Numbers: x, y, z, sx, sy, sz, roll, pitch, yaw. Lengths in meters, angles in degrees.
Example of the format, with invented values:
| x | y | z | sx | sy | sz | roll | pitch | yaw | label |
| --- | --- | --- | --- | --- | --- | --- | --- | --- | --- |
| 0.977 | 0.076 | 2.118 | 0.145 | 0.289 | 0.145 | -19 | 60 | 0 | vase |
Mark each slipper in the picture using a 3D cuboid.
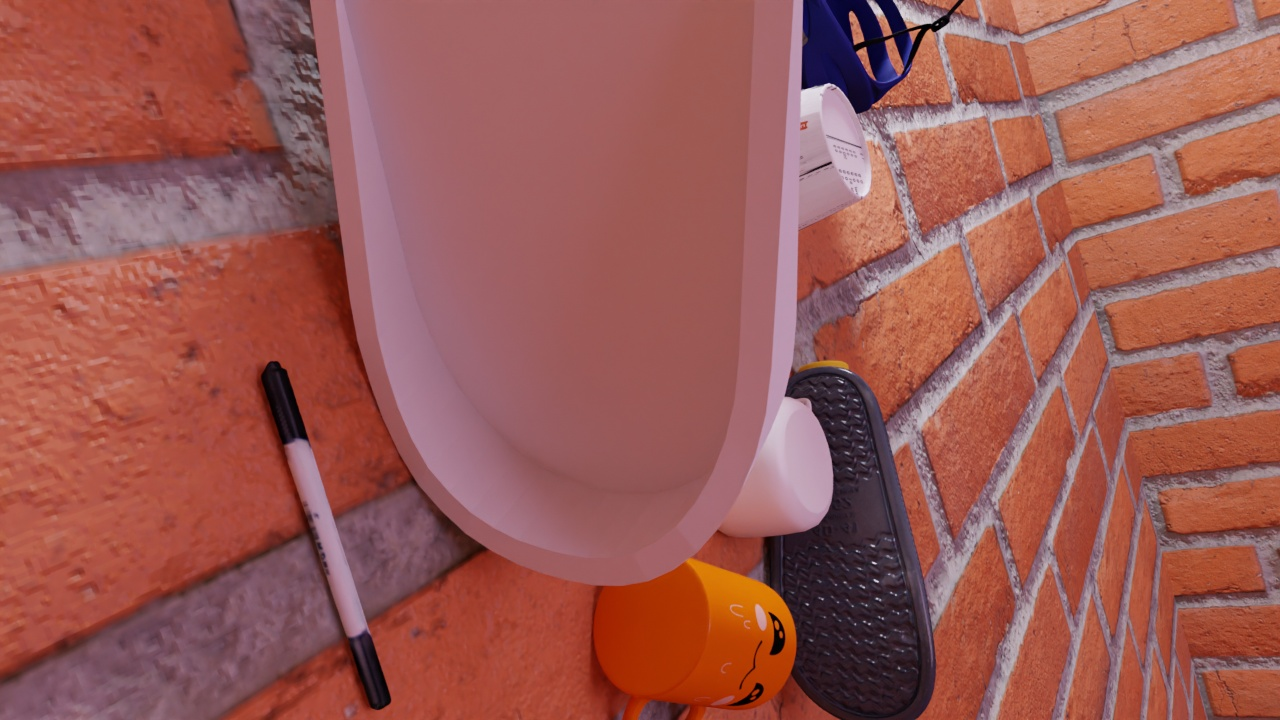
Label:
| x | y | z | sx | sy | sz | roll | pitch | yaw | label |
| --- | --- | --- | --- | --- | --- | --- | --- | --- | --- |
| 0.155 | 0.139 | 0.701 | 0.083 | 0.111 | 0.267 | 45 | 37 | -61 | slipper |

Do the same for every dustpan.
| x | y | z | sx | sy | sz | roll | pitch | yaw | label |
| --- | --- | --- | --- | --- | --- | --- | --- | --- | --- |
| -0.038 | -0.023 | 0.371 | 0.053 | 0.192 | 0.258 | -53 | 146 | -49 | dustpan |

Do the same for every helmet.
| x | y | z | sx | sy | sz | roll | pitch | yaw | label |
| --- | --- | --- | --- | --- | --- | --- | --- | --- | --- |
| 0.209 | -0.319 | 0.822 | 0.241 | 0.228 | 0.147 | 15 | 58 | -56 | helmet |

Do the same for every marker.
| x | y | z | sx | sy | sz | roll | pitch | yaw | label |
| --- | --- | --- | --- | --- | --- | --- | --- | --- | --- |
| -0.130 | 0.073 | 0.380 | 0.011 | 0.011 | 0.152 | -23 | 97 | -56 | marker |

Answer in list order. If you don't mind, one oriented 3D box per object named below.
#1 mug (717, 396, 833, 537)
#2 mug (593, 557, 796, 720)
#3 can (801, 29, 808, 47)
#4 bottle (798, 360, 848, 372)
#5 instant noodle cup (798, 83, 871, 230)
| x | y | z | sx | sy | sz | roll | pitch | yaw | label |
| --- | --- | --- | --- | --- | --- | --- | --- | --- | --- |
| 0.091 | 0.068 | 0.649 | 0.094 | 0.068 | 0.115 | 56 | 38 | -26 | mug |
| 0.025 | 0.171 | 0.523 | 0.096 | 0.078 | 0.112 | 30 | 86 | -47 | mug |
| 0.080 | -0.271 | 0.740 | 0.074 | 0.090 | 0.089 | 61 | 37 | -21 | can |
| 0.161 | 0.075 | 0.770 | 0.043 | 0.043 | 0.143 | 19 | 63 | -51 | bottle |
| 0.100 | -0.145 | 0.692 | 0.123 | 0.122 | 0.123 | 25 | 58 | -49 | instant noodle cup |
